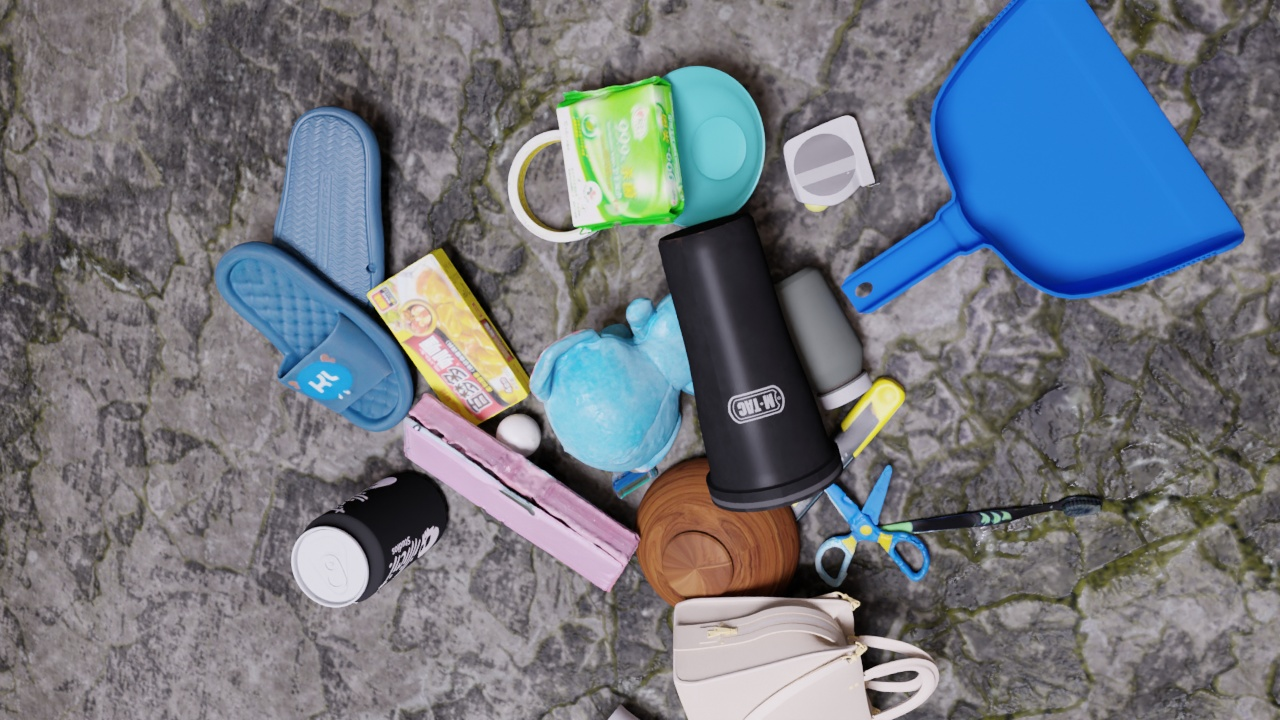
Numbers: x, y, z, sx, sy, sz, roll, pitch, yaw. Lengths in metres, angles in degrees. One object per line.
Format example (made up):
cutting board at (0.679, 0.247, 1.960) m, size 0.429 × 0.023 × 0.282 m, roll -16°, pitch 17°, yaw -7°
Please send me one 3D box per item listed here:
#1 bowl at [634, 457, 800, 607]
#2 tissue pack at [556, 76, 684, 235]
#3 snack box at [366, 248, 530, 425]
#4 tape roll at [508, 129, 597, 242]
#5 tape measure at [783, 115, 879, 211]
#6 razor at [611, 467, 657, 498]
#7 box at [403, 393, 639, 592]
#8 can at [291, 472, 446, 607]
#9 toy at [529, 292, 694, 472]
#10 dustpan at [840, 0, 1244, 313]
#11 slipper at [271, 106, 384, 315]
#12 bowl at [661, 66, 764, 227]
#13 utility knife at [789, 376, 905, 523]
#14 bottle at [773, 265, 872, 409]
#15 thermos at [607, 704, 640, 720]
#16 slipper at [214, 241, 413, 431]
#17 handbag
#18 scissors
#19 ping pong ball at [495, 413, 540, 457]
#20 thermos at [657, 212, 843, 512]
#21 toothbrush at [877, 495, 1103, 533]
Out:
bowl at (0.056, 0.163, 0.777) m, size 0.147 × 0.068 × 0.147 m, roll 5°, pitch 104°, yaw 19°
tissue pack at (-0.017, -0.161, 0.727) m, size 0.100 × 0.034 × 0.114 m, roll -2°, pitch 102°, yaw 32°
snack box at (-0.167, -0.017, 0.816) m, size 0.075 × 0.025 × 0.152 m, roll -28°, pitch 104°, yaw 17°
tape roll at (-0.066, -0.149, 0.784) m, size 0.094 × 0.019 × 0.094 m, roll 3°, pitch 101°, yaw 13°
tape measure at (0.150, -0.155, 0.729) m, size 0.065 × 0.016 × 0.064 m, roll -17°, pitch 95°, yaw 16°
razor at (-0.036, 0.052, 0.815) m, size 0.043 × 0.018 × 0.141 m, roll -29°, pitch 89°, yaw -19°
box at (-0.111, 0.122, 0.815) m, size 0.233 × 0.041 × 0.098 m, roll 34°, pitch 145°, yaw 5°
can at (-0.237, 0.156, 0.817) m, size 0.080 × 0.145 × 0.080 m, roll 3°, pitch 101°, yaw 13°
toy at (-0.004, 0.004, 0.754) m, size 0.180 × 0.183 × 0.115 m, roll -50°, pitch 42°, yaw -4°
dustpan at (0.267, -0.120, 0.687) m, size 0.258 × 0.059 × 0.245 m, roll -35°, pitch 91°, yaw 19°
slipper at (-0.271, -0.120, 0.822) m, size 0.104 × 0.059 × 0.214 m, roll 15°, pitch 116°, yaw 1°
bowl at (0.052, -0.168, 0.729) m, size 0.121 × 0.046 × 0.121 m, roll 8°, pitch 106°, yaw 31°
utility knife at (0.153, 0.095, 0.776) m, size 0.029 × 0.020 × 0.198 m, roll 37°, pitch 109°, yaw 7°
bottle at (0.140, -0.018, 0.735) m, size 0.060 × 0.060 × 0.108 m, roll -29°, pitch 92°, yaw 17°
thermos at (0.039, 0.415, 0.815) m, size 0.222 × 0.131 × 0.132 m, roll 39°, pitch 107°, yaw 12°
slipper at (-0.287, -0.016, 0.816) m, size 0.104 × 0.059 × 0.214 m, roll -28°, pitch 116°, yaw 22°
handbag at (0.141, 0.269, 0.749) m, size 0.198 × 0.101 × 0.195 m, roll -11°, pitch 126°, yaw 11°
scissors at (0.185, 0.145, 0.774) m, size 0.125 × 0.016 × 0.125 m, roll -38°, pitch 96°, yaw 20°
ping pong ball at (-0.110, 0.068, 0.824) m, size 0.040 × 0.040 × 0.040 m, roll 3°, pitch 101°, yaw 14°
thermos at (0.078, 0.004, 0.694) m, size 0.106 × 0.105 × 0.219 m, roll -14°, pitch 103°, yaw 16°
toothbrush at (0.277, 0.131, 0.752) m, size 0.188 × 0.017 × 0.014 m, roll -11°, pitch 99°, yaw 17°
